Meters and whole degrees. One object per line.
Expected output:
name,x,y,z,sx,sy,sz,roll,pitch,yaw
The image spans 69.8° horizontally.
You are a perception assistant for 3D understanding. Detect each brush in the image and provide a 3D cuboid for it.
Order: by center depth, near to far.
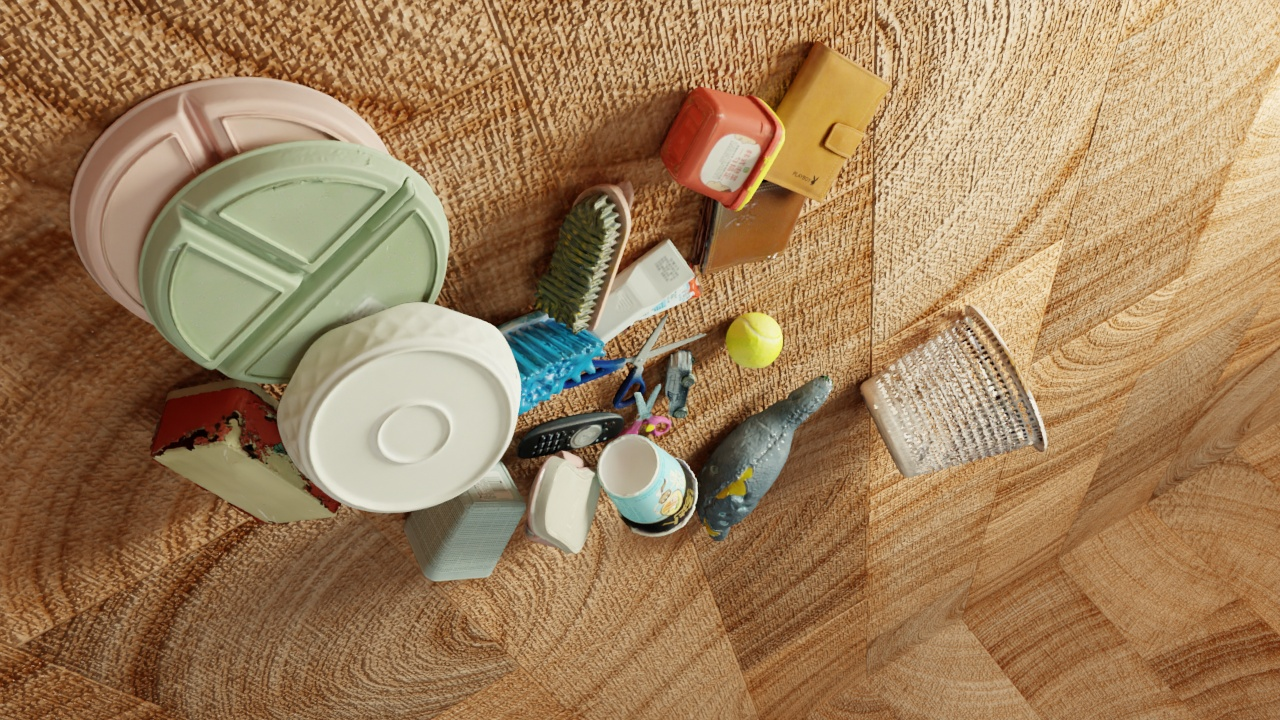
brush,-0.046,-0.099,0.847,0.072,0.063,0.146,-38,156,-51
brush,-0.191,0.024,0.859,0.313,0.109,0.061,-27,153,-22

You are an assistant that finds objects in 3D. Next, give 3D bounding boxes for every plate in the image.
plate,-0.288,-0.099,0.679,0.229,0.028,0.230,-21,143,-17
plate,-0.253,-0.064,0.700,0.230,0.027,0.231,-21,144,-16
plate,-0.196,0.050,0.778,0.204,0.045,0.205,-13,127,-18

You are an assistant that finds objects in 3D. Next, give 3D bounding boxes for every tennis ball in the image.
tennis ball,0.132,-0.023,1.066,0.065,0.065,0.066,-21,143,-17

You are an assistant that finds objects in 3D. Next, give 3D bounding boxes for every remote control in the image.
remote control,-0.009,-0.067,0.922,0.125,0.024,0.049,-37,105,3
remote control,-0.082,0.083,1.057,0.136,0.024,0.053,-10,140,-31

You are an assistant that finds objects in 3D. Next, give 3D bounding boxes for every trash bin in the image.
trash bin,0.429,0.062,1.297,0.192,0.227,0.227,-26,146,10

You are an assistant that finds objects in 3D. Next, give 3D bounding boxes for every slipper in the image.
slipper,-0.094,0.160,1.047,0.274,0.054,0.114,58,46,-76

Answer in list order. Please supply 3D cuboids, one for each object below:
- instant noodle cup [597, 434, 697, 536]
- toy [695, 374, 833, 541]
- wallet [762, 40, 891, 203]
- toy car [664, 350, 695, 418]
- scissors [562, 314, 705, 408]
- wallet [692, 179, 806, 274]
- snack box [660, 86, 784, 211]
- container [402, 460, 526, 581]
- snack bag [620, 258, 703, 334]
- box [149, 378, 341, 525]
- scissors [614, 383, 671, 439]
instant noodle cup,0.002,0.147,1.115,0.111,0.111,0.120,-35,150,1
toy,0.146,0.153,1.265,0.137,0.091,0.357,-16,145,-44
wallet,0.170,-0.223,0.875,0.107,0.031,0.132,13,117,-39
toy car,0.045,0.029,1.081,0.034,0.042,0.091,4,133,-4
scissors,-0.010,0.006,1.016,0.175,0.012,0.163,-16,148,-11
wallet,0.115,-0.145,0.940,0.124,0.032,0.101,-15,138,-28
snack box,0.071,-0.190,0.813,0.080,0.082,0.091,10,126,-32
container,-0.194,0.173,1.023,0.089,0.090,0.112,6,126,-42
snack bag,0.018,-0.067,0.958,0.104,0.026,0.048,-26,125,-9
box,-0.334,0.092,0.800,0.091,0.076,0.168,-10,147,13
scissors,-0.004,0.070,1.102,0.093,0.017,0.137,-25,152,-2
